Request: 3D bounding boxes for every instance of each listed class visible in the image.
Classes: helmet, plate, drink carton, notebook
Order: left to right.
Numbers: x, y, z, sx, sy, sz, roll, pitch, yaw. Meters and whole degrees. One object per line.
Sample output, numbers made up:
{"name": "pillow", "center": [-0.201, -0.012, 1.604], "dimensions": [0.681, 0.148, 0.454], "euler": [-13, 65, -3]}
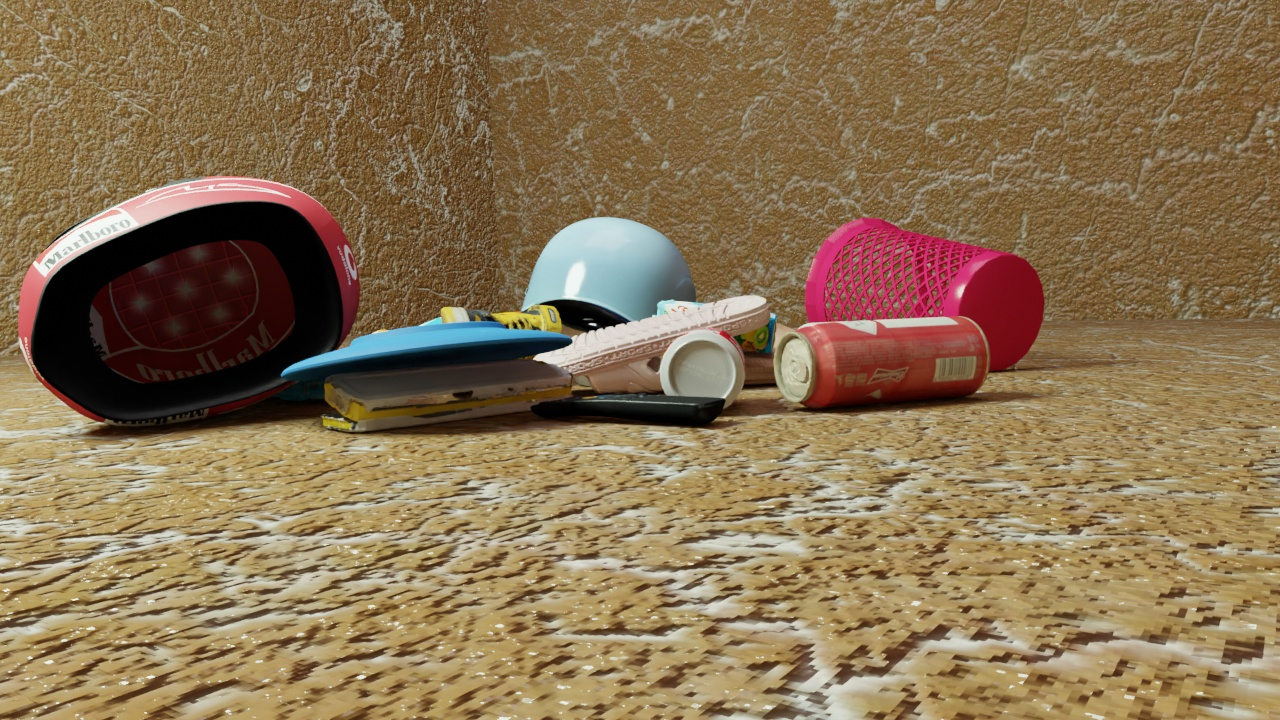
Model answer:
{"name": "helmet", "center": [-0.383, -0.053, 0.791], "dimensions": [0.270, 0.198, 0.225], "euler": [-24, 19, -33]}
{"name": "plate", "center": [-0.166, -0.011, 0.727], "dimensions": [0.224, 0.024, 0.224], "euler": [-8, -3, -1]}
{"name": "helmet", "center": [-0.026, -0.094, 1.207], "dimensions": [0.226, 0.166, 0.265], "euler": [14, -9, 14]}
{"name": "drink carton", "center": [0.076, -0.035, 0.954], "dimensions": [0.129, 0.044, 0.038], "euler": [7, 13, 10]}
{"name": "notebook", "center": [0.121, -0.010, 1.005], "dimensions": [0.169, 0.022, 0.210], "euler": [-2, 14, -18]}

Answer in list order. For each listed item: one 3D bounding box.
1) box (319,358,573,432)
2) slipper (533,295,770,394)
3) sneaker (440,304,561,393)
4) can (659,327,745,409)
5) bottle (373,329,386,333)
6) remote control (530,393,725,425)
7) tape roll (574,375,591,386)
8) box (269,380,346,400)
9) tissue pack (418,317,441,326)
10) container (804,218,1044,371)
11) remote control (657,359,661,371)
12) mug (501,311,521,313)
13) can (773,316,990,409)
{"name": "box", "center": [-0.147, 0.032, 0.733], "dimensions": [0.209, 0.045, 0.066], "euler": [-5, 18, -43]}
{"name": "slipper", "center": [0.014, -0.004, 0.889], "dimensions": [0.239, 0.064, 0.094], "euler": [-16, 15, -4]}
{"name": "sneaker", "center": [-0.140, -0.015, 0.957], "dimensions": [0.122, 0.086, 0.239], "euler": [-6, 1, -8]}
{"name": "can", "center": [0.051, 0.006, 0.730], "dimensions": [0.064, 0.064, 0.104], "euler": [-1, 4, 7]}
{"name": "bottle", "center": [-0.289, -0.008, 1.130], "dimensions": [0.063, 0.063, 0.108], "euler": [0, 5, 27]}
{"name": "remote control", "center": [-0.012, 0.035, 0.672], "dimensions": [0.152, 0.020, 0.041], "euler": [0, 4, 33]}
{"name": "tape roll", "center": [-0.028, -0.004, 0.985], "dimensions": [0.094, 0.030, 0.093], "euler": [-12, 18, 4]}
{"name": "box", "center": [-0.333, 0.021, 0.966], "dimensions": [0.227, 0.039, 0.181], "euler": [0, 3, 23]}
{"name": "tissue pack", "center": [-0.264, -0.027, 1.256], "dimensions": [0.093, 0.061, 0.144], "euler": [-21, 0, 13]}
{"name": "container", "center": [0.334, -0.070, 1.070], "dimensions": [0.183, 0.183, 0.226], "euler": [-4, 12, -25]}
{"name": "remote control", "center": [-0.006, 0.006, 1.055], "dimensions": [0.139, 0.025, 0.060], "euler": [1, 5, 38]}
{"name": "mug", "center": [-0.180, -0.018, 1.230], "dimensions": [0.113, 0.077, 0.095], "euler": [-30, -2, 12]}
{"name": "can", "center": [0.193, 0.001, 0.726], "dimensions": [0.170, 0.067, 0.067], "euler": [-4, 4, -22]}
